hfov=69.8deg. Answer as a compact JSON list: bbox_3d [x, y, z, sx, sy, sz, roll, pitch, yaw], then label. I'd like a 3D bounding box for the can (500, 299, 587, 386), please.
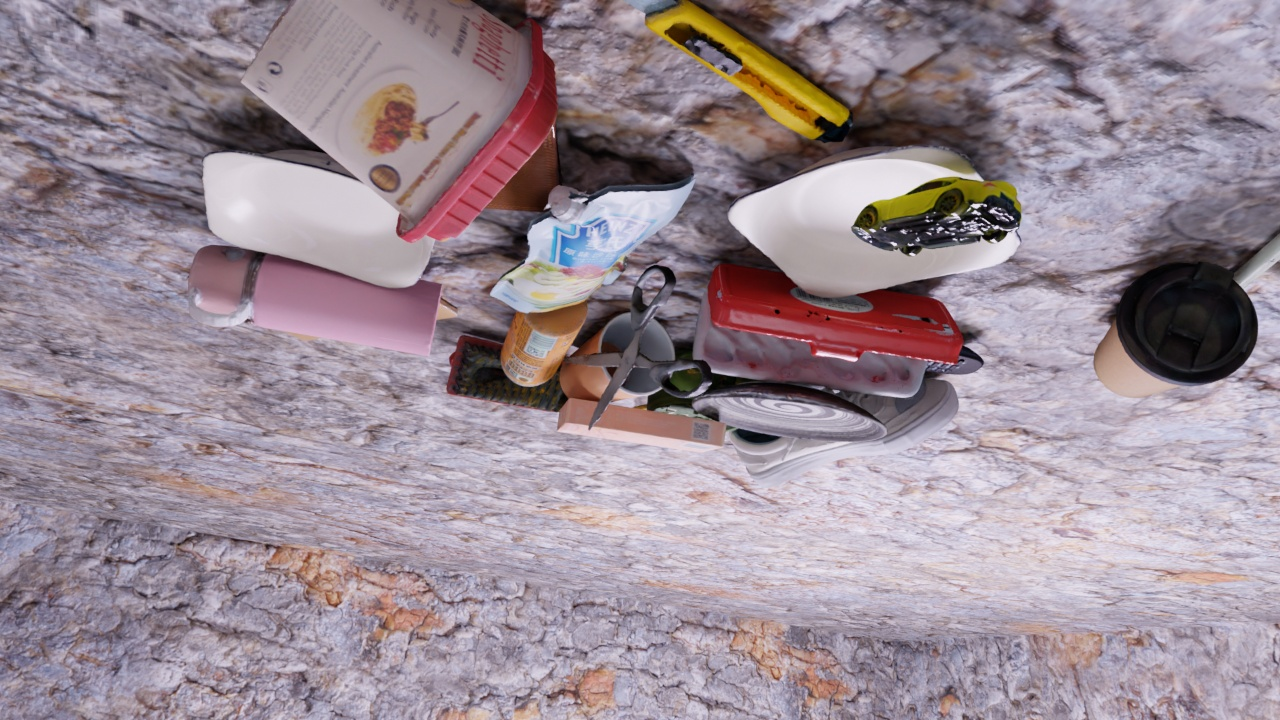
[{"bbox_3d":[-0.091,-0.024,0.840,0.058,0.058,0.146,11,158,-13],"label":"can"}]

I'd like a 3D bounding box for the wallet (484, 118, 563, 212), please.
[{"bbox_3d":[-0.101,-0.138,0.597,0.101,0.032,0.125,3,159,-1],"label":"wallet"}]

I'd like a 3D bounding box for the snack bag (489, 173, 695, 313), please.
[{"bbox_3d":[-0.042,-0.085,0.680,0.110,0.038,0.191,-2,164,-23],"label":"snack bag"}]

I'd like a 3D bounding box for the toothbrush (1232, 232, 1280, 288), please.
[{"bbox_3d":[0.443,-0.078,0.630,0.020,0.029,0.190,45,167,17],"label":"toothbrush"}]

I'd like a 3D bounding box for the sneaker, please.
[{"bbox_3d":[0.201,0.055,0.950,0.243,0.089,0.091,-23,114,30],"label":"sneaker"}]

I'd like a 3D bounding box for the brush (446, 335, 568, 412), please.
[{"bbox_3d":[-0.126,0.017,0.960,0.145,0.063,0.069,13,-172,-22],"label":"brush"}]

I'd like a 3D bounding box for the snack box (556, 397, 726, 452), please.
[{"bbox_3d":[-0.001,0.066,0.914,0.157,0.026,0.084,10,168,-9],"label":"snack box"}]

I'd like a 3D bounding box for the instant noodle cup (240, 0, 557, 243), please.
[{"bbox_3d":[-0.121,-0.143,0.466,0.124,0.116,0.117,33,118,-28],"label":"instant noodle cup"}]

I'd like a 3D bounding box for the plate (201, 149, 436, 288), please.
[{"bbox_3d":[-0.233,-0.111,0.680,0.164,0.034,0.164,15,158,-18],"label":"plate"}]

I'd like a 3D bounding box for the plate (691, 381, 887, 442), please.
[{"bbox_3d":[0.136,0.045,0.844,0.179,0.024,0.179,9,167,2],"label":"plate"}]

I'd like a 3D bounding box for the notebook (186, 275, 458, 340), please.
[{"bbox_3d":[-0.297,-0.061,0.864,0.208,0.008,0.147,-7,155,27],"label":"notebook"}]

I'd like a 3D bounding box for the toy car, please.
[{"bbox_3d":[0.177,-0.089,0.557,0.048,0.032,0.105,20,164,-34],"label":"toy car"}]

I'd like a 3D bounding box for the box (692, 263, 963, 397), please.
[{"bbox_3d":[0.147,-0.012,0.751,0.201,0.095,0.101,8,123,-6],"label":"box"}]

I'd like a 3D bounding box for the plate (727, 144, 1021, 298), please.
[{"bbox_3d":[0.157,-0.099,0.622,0.164,0.034,0.164,-10,153,34],"label":"plate"}]

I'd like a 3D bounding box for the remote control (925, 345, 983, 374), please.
[{"bbox_3d":[0.245,-0.010,0.838,0.136,0.024,0.053,10,160,-7],"label":"remote control"}]

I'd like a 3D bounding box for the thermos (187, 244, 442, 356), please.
[{"bbox_3d":[-0.272,-0.047,0.772,0.198,0.087,0.067,10,126,-14],"label":"thermos"}]

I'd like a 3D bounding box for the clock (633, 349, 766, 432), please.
[{"bbox_3d":[0.066,0.030,0.941,0.116,0.056,0.162,13,157,-21],"label":"clock"}]

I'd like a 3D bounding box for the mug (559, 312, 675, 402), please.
[{"bbox_3d":[-0.029,0.006,0.887,0.078,0.078,0.123,15,162,-23],"label":"mug"}]

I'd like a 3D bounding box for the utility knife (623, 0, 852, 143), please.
[{"bbox_3d":[0.039,-0.169,0.501,0.223,0.015,0.033,21,151,-33],"label":"utility knife"}]

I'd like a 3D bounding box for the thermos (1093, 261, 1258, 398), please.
[{"bbox_3d":[0.406,-0.015,0.714,0.093,0.093,0.143,1,166,11],"label":"thermos"}]

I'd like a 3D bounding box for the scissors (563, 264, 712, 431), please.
[{"bbox_3d":[-0.005,0.000,0.779,0.014,0.181,0.159,-8,-144,-43],"label":"scissors"}]
